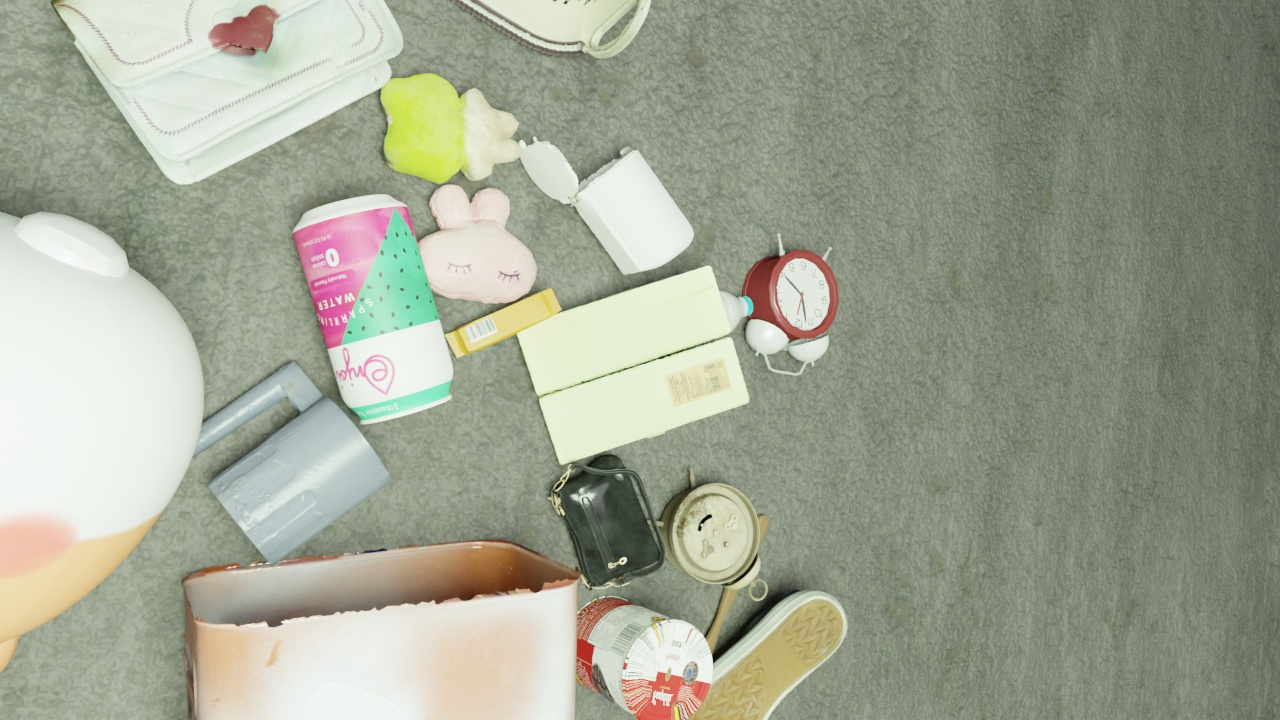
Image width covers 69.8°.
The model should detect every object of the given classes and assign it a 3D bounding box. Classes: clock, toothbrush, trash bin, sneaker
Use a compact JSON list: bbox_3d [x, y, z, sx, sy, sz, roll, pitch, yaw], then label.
[{"bbox_3d":[0.074,0.179,0.887,0.092,0.055,0.141,-46,102,-23],"label":"clock"},{"bbox_3d":[0.090,0.229,0.917,0.016,0.016,0.166,36,70,-23],"label":"toothbrush"},{"bbox_3d":[-0.185,0.229,0.667,0.259,0.182,0.157,-1,90,-30],"label":"trash bin"},{"bbox_3d":[0.155,-0.054,0.944,0.096,0.048,0.137,9,82,-29],"label":"clock"},{"bbox_3d":[0.096,0.306,0.887,0.235,0.079,0.087,-46,100,-4],"label":"sneaker"}]

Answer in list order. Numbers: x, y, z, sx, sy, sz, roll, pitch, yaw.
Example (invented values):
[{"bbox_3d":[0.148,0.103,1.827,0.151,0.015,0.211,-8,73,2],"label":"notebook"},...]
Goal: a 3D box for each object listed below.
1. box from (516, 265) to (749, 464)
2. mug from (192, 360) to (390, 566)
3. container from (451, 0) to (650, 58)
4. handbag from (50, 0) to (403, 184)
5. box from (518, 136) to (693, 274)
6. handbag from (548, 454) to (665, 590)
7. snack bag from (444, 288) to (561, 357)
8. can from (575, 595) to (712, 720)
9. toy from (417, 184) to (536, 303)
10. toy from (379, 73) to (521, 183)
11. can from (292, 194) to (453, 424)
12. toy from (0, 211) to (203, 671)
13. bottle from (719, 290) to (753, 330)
[{"bbox_3d":[-0.005,0.005,0.826,0.187,0.030,0.138,-17,96,-5],"label":"box"},{"bbox_3d":[-0.268,0.075,0.690,0.103,0.084,0.124,-39,82,-23],"label":"mug"},{"bbox_3d":[-0.100,-0.374,0.745,0.251,0.185,0.143,26,64,-27],"label":"container"},{"bbox_3d":[-0.290,-0.237,0.666,0.198,0.096,0.142,-36,102,-18],"label":"handbag"},{"bbox_3d":[-0.028,-0.152,0.827,0.094,0.084,0.165,-39,105,-16],"label":"box"},{"bbox_3d":[-0.032,0.147,0.829,0.079,0.054,0.128,-26,103,-24],"label":"handbag"},{"bbox_3d":[-0.118,-0.032,0.791,0.099,0.020,0.026,-25,89,-7],"label":"snack bag"},{"bbox_3d":[-0.004,0.260,0.802,0.086,0.117,0.086,1,87,-30],"label":"can"},{"bbox_3d":[-0.142,-0.100,0.780,0.108,0.053,0.105,-1,74,-28],"label":"toy"},{"bbox_3d":[-0.158,-0.193,0.773,0.117,0.043,0.092,-2,83,-25],"label":"toy"},{"bbox_3d":[-0.206,-0.040,0.716,0.088,0.088,0.166,-18,97,-29],"label":"can"},{"bbox_3d":[-0.396,0.040,0.510,0.262,0.266,0.281,21,93,-25],"label":"toy"},{"bbox_3d":[0.050,-0.040,0.887,0.136,0.044,0.044,-15,95,-29],"label":"bottle"}]
